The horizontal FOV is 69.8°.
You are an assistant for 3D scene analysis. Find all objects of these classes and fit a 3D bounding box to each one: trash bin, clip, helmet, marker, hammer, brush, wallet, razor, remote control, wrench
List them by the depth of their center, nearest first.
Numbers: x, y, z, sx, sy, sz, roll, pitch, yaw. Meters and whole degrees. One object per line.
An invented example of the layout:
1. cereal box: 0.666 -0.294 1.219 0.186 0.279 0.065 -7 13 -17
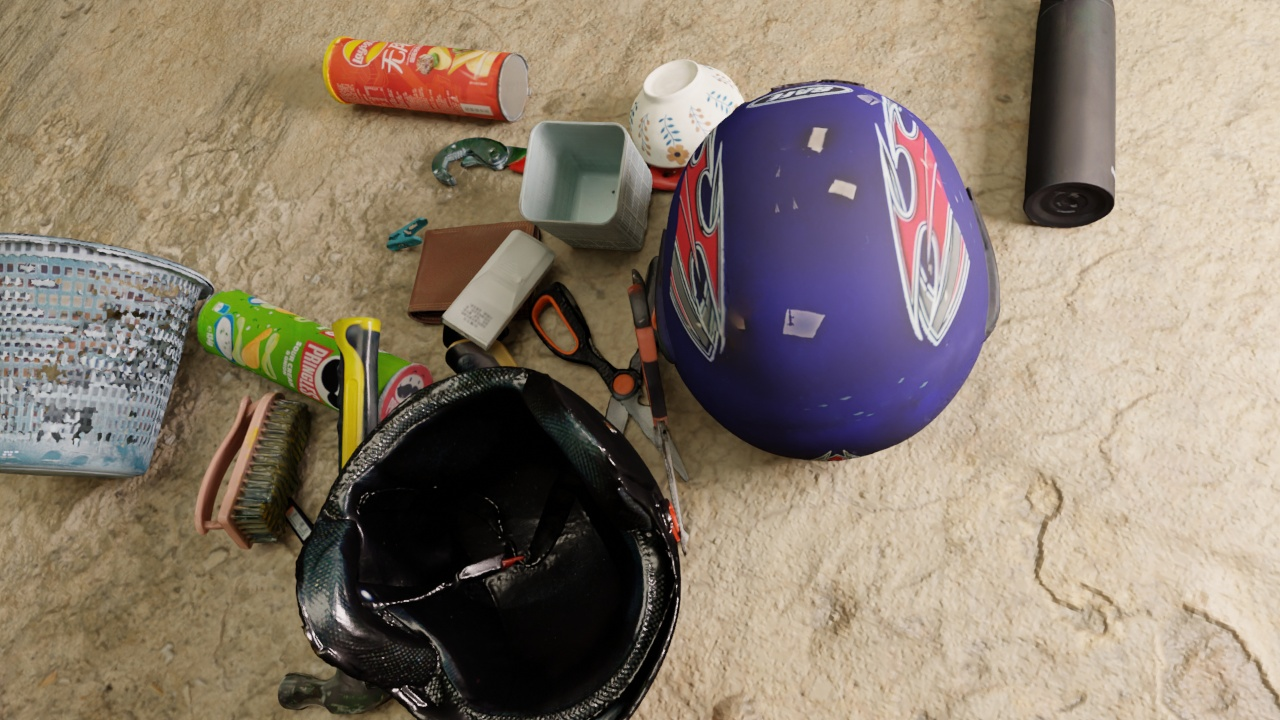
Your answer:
1. helmet: -0.088 0.141 0.654 0.233 0.230 0.274 -33 74 3
2. helmet: 0.131 -0.087 0.689 0.247 0.240 0.314 -6 65 10
3. hammer: -0.232 0.125 0.759 0.126 0.032 0.323 -2 84 12
4. razor: -0.118 0.020 0.816 0.067 0.062 0.167 -25 64 -33
5. marker: -0.296 0.156 0.820 0.018 0.015 0.124 -45 61 -9
6. remote control: -0.124 -0.066 0.820 0.049 0.024 0.124 31 58 0
7. brush: -0.347 0.091 0.826 0.073 0.063 0.145 1 55 1
8. trash bin: -0.529 0.008 0.851 0.227 0.226 0.195 -1 80 14
9. wallet: -0.158 -0.085 0.881 0.125 0.032 0.101 -2 63 13
10. clip: -0.234 -0.123 0.915 0.056 0.013 0.038 -16 53 38
11. wrench: -0.084 -0.194 0.916 0.274 0.016 0.056 7 69 17

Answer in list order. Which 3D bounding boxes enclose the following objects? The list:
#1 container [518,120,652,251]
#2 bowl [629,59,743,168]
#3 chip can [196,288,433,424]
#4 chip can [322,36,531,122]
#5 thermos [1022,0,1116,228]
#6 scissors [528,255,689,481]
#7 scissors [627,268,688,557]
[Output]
1. container: -0.043 -0.150 0.826 0.090 0.111 0.090 6 83 17
2. bowl: 0.039 -0.241 0.863 0.113 0.062 0.113 -13 47 14
3. chip can: -0.308 0.000 0.859 0.236 0.072 0.072 20 73 22
4. chip can: -0.226 -0.297 0.967 0.217 0.073 0.073 12 70 19
5. thermos: 0.364 -0.239 0.778 0.069 0.090 0.242 -2 66 32
6. scissors: -0.019 0.003 0.812 0.229 0.022 0.220 28 81 22
7. scissors: 0.014 0.037 0.721 0.015 0.189 0.225 -11 45 0
